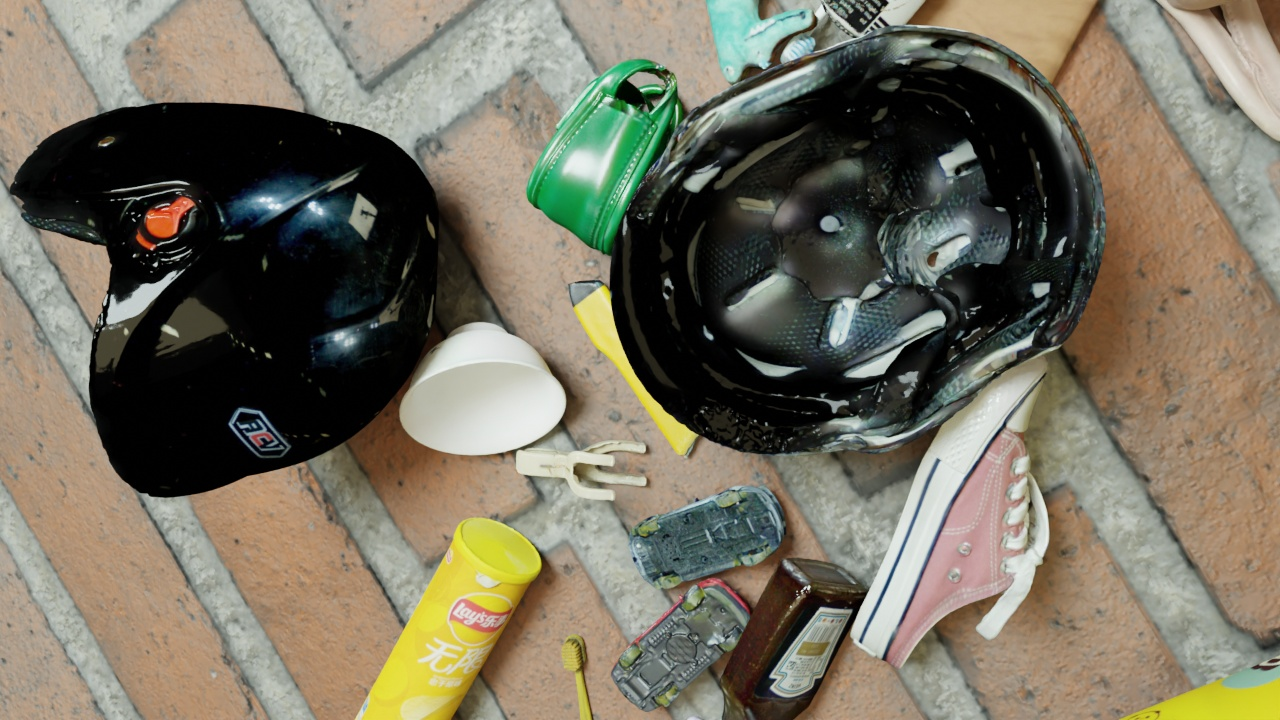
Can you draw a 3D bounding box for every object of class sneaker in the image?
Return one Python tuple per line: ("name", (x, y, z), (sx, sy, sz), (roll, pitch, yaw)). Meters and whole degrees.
("sneaker", (0.218, 0.105, 0.592), (0.088, 0.118, 0.241), (27, 111, 24))

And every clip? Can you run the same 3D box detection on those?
("clip", (-0.047, 0.080, 0.676), (0.102, 0.095, 0.035), (1, 98, 3))

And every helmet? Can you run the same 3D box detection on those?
("helmet", (0.127, -0.074, 0.565), (0.275, 0.156, 0.230), (-32, 95, 25))
("helmet", (-0.252, -0.044, 0.614), (0.230, 0.234, 0.274), (-4, 55, -1))

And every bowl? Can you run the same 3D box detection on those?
("bowl", (-0.117, 0.012, 0.677), (0.118, 0.118, 0.064), (-25, 52, 16))

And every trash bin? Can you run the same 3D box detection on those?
("trash bin", (0.421, 0.260, 0.511), (0.256, 0.229, 0.229), (-28, 90, 21))

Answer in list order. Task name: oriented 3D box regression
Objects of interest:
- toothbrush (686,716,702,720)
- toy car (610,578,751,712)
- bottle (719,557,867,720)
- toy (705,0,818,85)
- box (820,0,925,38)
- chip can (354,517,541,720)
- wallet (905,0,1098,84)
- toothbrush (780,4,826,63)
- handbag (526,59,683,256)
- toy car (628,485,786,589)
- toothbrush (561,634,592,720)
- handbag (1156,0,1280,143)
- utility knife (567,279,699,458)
("toothbrush", (0.119, 0.318, 0.690), (0.189, 0.029, 0.021), (25, 140, 11))
("toy car", (0.031, 0.209, 0.683), (0.053, 0.045, 0.121), (46, 110, 2))
("bottle", (0.091, 0.235, 0.656), (0.044, 0.079, 0.195), (38, 108, 51))
("toy", (0.071, -0.235, 0.619), (0.097, 0.030, 0.092), (-7, 99, 35))
("box", (0.177, -0.272, 0.561), (0.069, 0.052, 0.164), (37, 105, 2))
("chip can", (-0.156, 0.228, 0.720), (0.072, 0.072, 0.214), (32, 105, 8))
("wallet", (0.219, -0.213, 0.594), (0.115, 0.020, 0.101), (28, 104, 12))
("toothbrush", (0.160, -0.287, 0.594), (0.221, 0.026, 0.026), (-55, 43, 14))
("handbag", (-0.013, -0.134, 0.605), (0.068, 0.131, 0.120), (33, 101, 3))
("toy car", (0.048, 0.129, 0.674), (0.121, 0.036, 0.054), (-24, 91, 26))
("toothbrush", (-0.041, 0.311, 0.729), (0.016, 0.016, 0.190), (-7, 96, 17))
("handbag", (0.320, -0.217, 0.490), (0.093, 0.193, 0.234), (-31, 99, 18))
("utility knife", (-0.004, 0.004, 0.680), (0.033, 0.015, 0.156), (-34, 89, 22))
